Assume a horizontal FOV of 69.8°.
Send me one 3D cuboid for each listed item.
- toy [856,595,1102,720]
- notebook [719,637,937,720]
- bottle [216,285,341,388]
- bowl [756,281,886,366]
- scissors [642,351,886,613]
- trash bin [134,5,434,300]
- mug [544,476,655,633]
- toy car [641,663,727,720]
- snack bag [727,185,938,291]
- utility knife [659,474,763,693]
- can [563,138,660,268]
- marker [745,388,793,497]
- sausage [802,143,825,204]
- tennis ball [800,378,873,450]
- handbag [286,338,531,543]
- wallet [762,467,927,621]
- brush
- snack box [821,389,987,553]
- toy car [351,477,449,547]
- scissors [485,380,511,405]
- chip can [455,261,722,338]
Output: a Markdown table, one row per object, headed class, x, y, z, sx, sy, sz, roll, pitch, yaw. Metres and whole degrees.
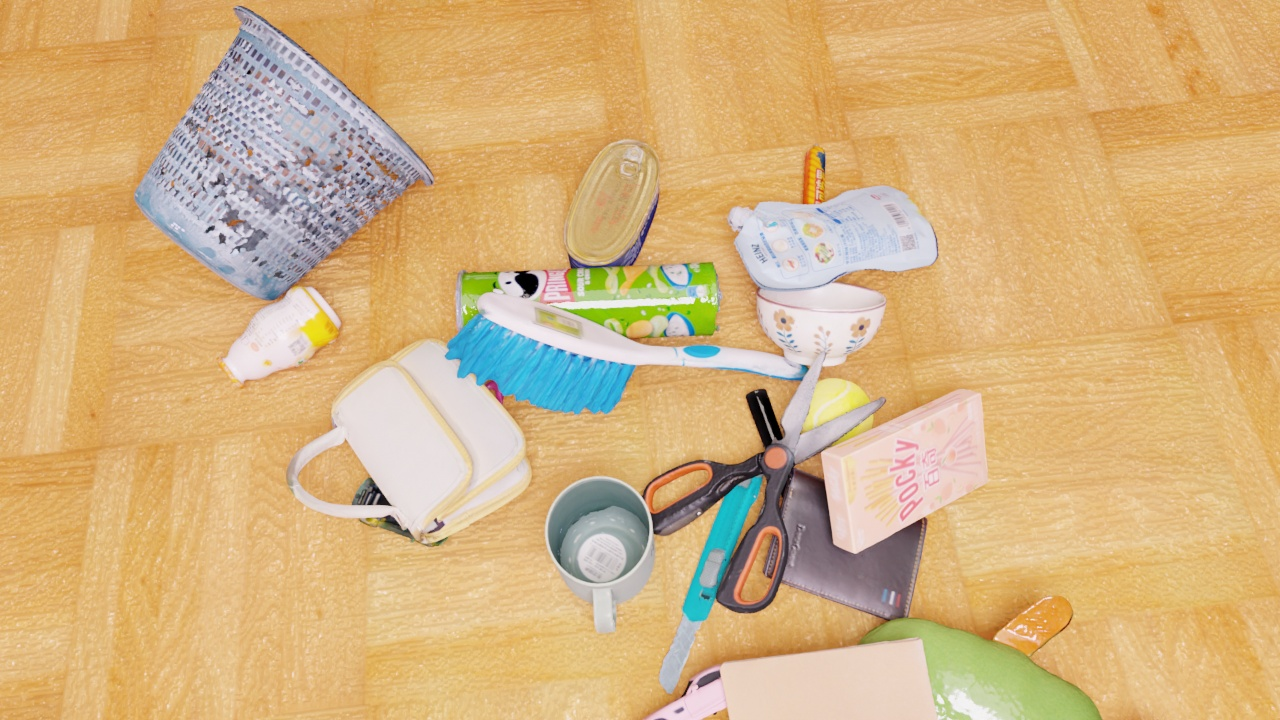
| class | x | y | z | sx | sy | sz | roll | pitch | yaw |
| --- | --- | --- | --- | --- | --- | --- | --- | --- | --- |
| toy | 0.260 | 0.275 | 0.675 | 0.247 | 0.090 | 0.227 | 31 | 85 | 19 |
| notebook | 0.147 | 0.311 | 0.652 | 0.148 | 0.008 | 0.207 | -12 | 84 | 14 |
| bottle | -0.334 | -0.020 | 0.846 | 0.108 | 0.063 | 0.063 | -38 | 70 | -14 |
| bowl | 0.159 | -0.032 | 0.821 | 0.113 | 0.113 | 0.062 | 1 | 109 | 3 |
| scissors | 0.103 | 0.104 | 0.757 | 0.221 | 0.021 | 0.221 | -15 | 63 | 19 |
| trash bin | -0.341 | -0.173 | 0.850 | 0.226 | 0.226 | 0.195 | 39 | 85 | 17 |
| mug | -0.029 | 0.161 | 0.728 | 0.082 | 0.106 | 0.111 | -4 | 65 | 0 |
| toy car | 0.045 | 0.262 | 0.708 | 0.122 | 0.056 | 0.037 | -24 | 71 | -8 |
| snack bag | 0.176 | -0.115 | 0.855 | 0.190 | 0.039 | 0.110 | -12 | 63 | -19 |
| utility knife | 0.060 | 0.176 | 0.768 | 0.029 | 0.013 | 0.209 | 13 | 66 | 27 |
| can | -0.026 | -0.144 | 0.897 | 0.074 | 0.049 | 0.148 | 17 | 67 | 9 |
| marker | 0.123 | 0.086 | 0.803 | 0.022 | 0.020 | 0.132 | -24 | 66 | 13 |
| sausage | 0.170 | -0.147 | 0.905 | 0.021 | 0.021 | 0.165 | 4 | 66 | 4 |
| tennis ball | 0.168 | 0.048 | 0.793 | 0.065 | 0.065 | 0.065 | -1 | 66 | 2 |
| handbag | -0.201 | 0.076 | 0.768 | 0.178 | 0.063 | 0.163 | -32 | 59 | -21 |
| wallet | 0.170 | 0.153 | 0.759 | 0.122 | 0.020 | 0.096 | 20 | 67 | 1 |
| brush | -0.005 | 0.005 | 0.808 | 0.314 | 0.110 | 0.060 | 18 | 29 | -21 |
| snack box | 0.218 | 0.087 | 0.744 | 0.157 | 0.026 | 0.084 | -20 | 109 | -27 |
| toy car | -0.201 | 0.131 | 0.787 | 0.091 | 0.036 | 0.043 | 16 | 66 | 12 |
| scissors | -0.110 | 0.003 | 0.854 | 0.128 | 0.017 | 0.133 | 9 | 63 | 9 |
| chip can | -0.046 | -0.052 | 0.838 | 0.236 | 0.072 | 0.072 | -3 | 66 | -2 |
